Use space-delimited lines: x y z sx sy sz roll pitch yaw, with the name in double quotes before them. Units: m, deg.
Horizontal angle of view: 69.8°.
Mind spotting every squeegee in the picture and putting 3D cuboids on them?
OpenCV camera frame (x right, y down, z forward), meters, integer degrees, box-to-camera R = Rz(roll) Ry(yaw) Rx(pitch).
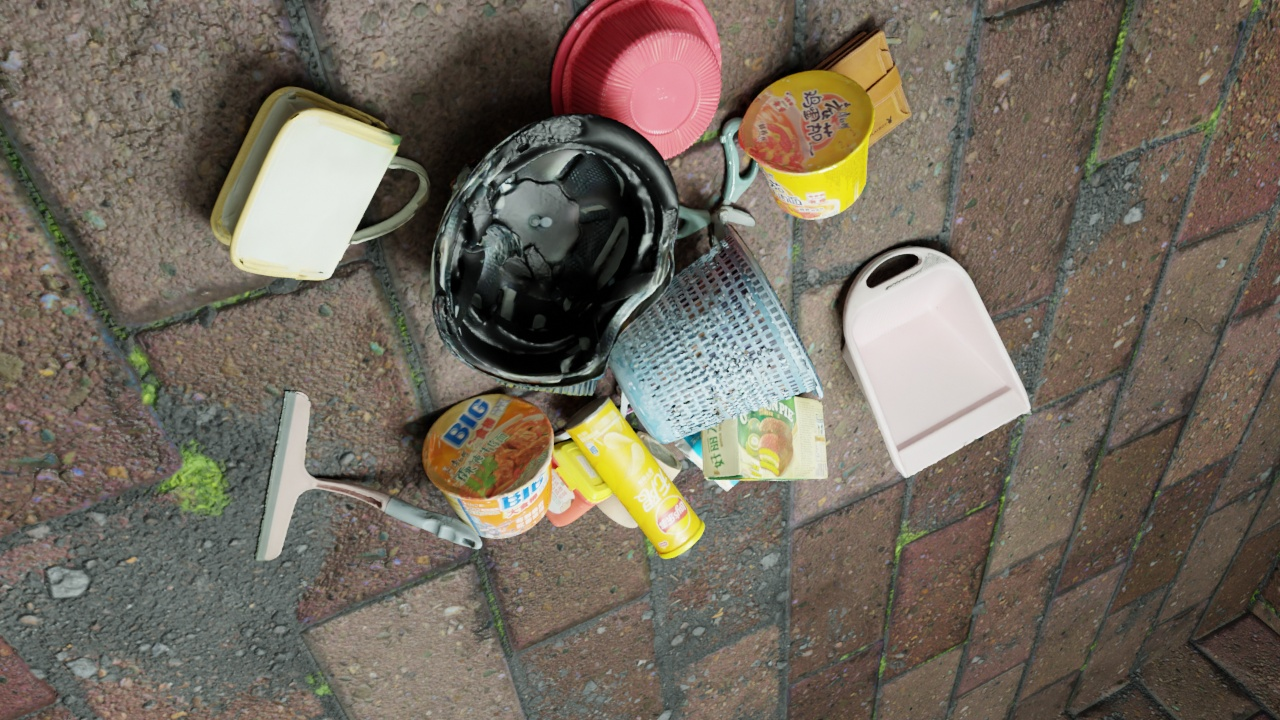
"squeegee" -0.299 0.167 1.056 0.249 0.040 0.248 19 117 -5

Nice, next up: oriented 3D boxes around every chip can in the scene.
"chip can" -0.006 0.146 1.153 0.072 0.072 0.213 -36 101 -2

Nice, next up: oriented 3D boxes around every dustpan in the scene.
"dustpan" 0.394 -0.010 1.258 0.222 0.273 0.139 -29 159 -12

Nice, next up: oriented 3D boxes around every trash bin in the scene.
"trash bin" 0.071 -0.013 1.055 0.195 0.226 0.226 -28 135 5

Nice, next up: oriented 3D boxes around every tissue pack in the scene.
"tissue pack" 0.115 0.119 1.289 0.090 0.063 0.140 -44 134 4

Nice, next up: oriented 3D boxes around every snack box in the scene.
"snack box" -0.095 0.159 1.173 0.080 0.091 0.082 -43 167 19
"snack box" 0.171 0.104 1.234 0.239 0.063 0.114 9 76 -52

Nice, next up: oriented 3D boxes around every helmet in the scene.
"helmet" -0.096 -0.117 0.915 0.230 0.157 0.274 20 103 -25

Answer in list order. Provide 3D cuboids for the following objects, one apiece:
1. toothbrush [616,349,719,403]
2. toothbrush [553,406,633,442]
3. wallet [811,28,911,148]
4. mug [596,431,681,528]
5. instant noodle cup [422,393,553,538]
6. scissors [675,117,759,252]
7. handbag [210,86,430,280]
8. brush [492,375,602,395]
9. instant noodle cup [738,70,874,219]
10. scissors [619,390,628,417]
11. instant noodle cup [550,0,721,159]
"toothbrush" 0.058 0.009 1.199 0.189 0.021 0.029 -23 107 -14
"toothbrush" -0.034 0.068 1.195 0.187 0.016 0.017 -21 103 -13
"wallet" 0.256 -0.308 1.062 0.119 0.035 0.130 -34 135 7
"mug" -0.022 0.149 1.231 0.124 0.084 0.104 35 103 -16
"instant noodle cup" -0.170 0.131 1.080 0.151 0.151 0.112 -22 141 -14
"scissors" 0.068 -0.191 1.050 0.179 0.019 0.171 -15 131 -22
"handbag" -0.286 -0.154 0.852 0.178 0.063 0.164 9 121 -52
"brush" -0.106 -0.002 1.067 0.143 0.055 0.074 7 119 -30
"instant noodle cup" 0.189 -0.230 1.012 0.138 0.138 0.110 -35 150 -2
"scissors" -0.021 0.008 1.141 0.156 0.012 0.165 20 104 -33
"instant noodle cup" 0.010 -0.273 0.919 0.193 0.066 0.194 -15 129 -20
